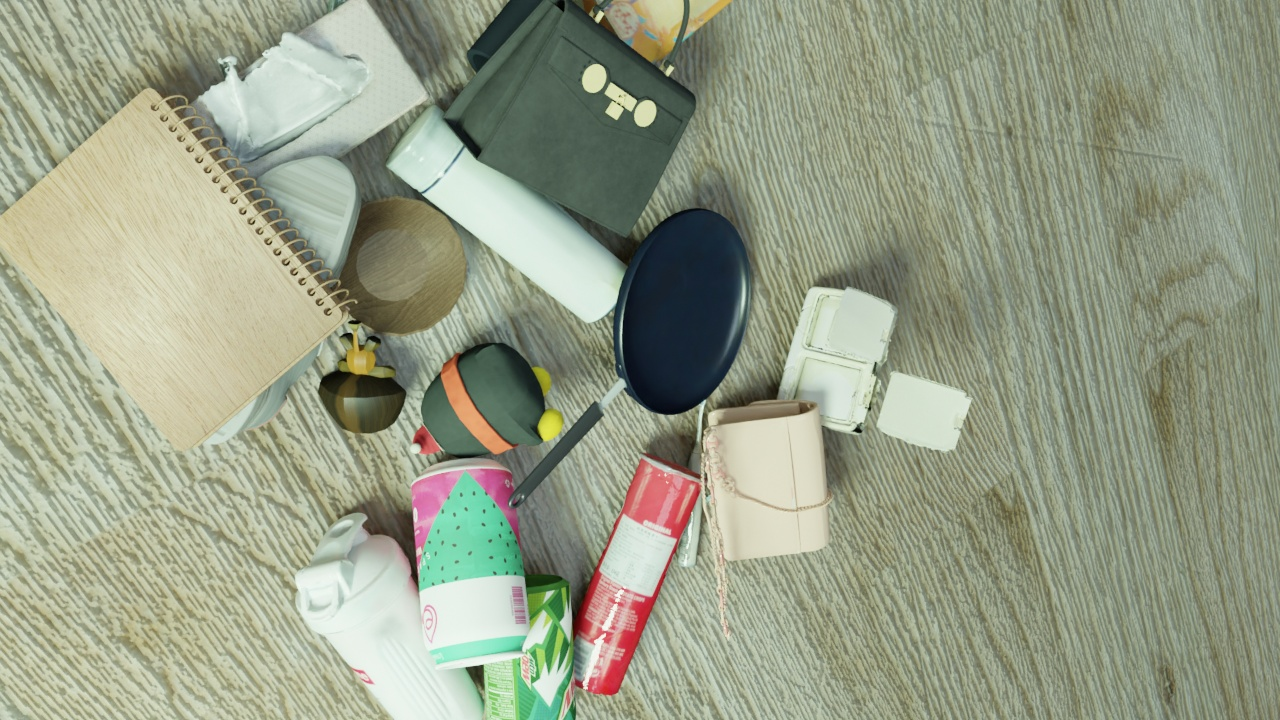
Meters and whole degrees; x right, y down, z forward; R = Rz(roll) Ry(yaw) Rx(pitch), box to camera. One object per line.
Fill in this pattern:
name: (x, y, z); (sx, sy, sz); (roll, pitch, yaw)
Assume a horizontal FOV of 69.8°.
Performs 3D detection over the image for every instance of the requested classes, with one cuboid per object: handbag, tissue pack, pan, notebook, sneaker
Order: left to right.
notebook: (-0.333, -0.067, 0.661); (0.169, 0.022, 0.210); (-39, 93, 4)
sneaker: (-0.282, -0.047, 0.719); (0.099, 0.089, 0.236); (29, 94, 0)
tissue pack: (-0.263, -0.196, 0.700); (0.181, 0.071, 0.104); (-34, 113, -3)
handbag: (-0.028, -0.225, 0.748); (0.175, 0.072, 0.196); (20, 114, -48)
pan: (-0.005, 0.005, 0.838); (0.355, 0.021, 0.199); (-48, 135, -29)
handbag: (0.129, 0.149, 0.884); (0.117, 0.187, 0.199); (-6, 108, 8)

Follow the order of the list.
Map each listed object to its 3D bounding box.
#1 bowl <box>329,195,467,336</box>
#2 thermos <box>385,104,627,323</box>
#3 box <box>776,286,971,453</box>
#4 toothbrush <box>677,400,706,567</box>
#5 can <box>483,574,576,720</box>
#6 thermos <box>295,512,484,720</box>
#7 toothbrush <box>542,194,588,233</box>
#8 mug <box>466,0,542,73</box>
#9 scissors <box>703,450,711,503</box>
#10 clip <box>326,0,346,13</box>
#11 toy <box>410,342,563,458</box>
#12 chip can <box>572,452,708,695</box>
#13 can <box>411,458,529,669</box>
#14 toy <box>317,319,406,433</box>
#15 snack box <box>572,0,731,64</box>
bowl: (-0.208, -0.080, 0.779); (0.117, 0.030, 0.118); (-5, 102, -25)
thermos: (-0.110, -0.123, 0.800); (0.230, 0.068, 0.068); (38, 82, -26)
box: (0.224, 0.002, 0.900); (0.101, 0.194, 0.143); (18, 86, -58)
toothbrush: (0.057, 0.124, 0.951); (0.024, 0.022, 0.186); (-3, 103, -42)
can: (-0.103, 0.277, 0.850); (0.083, 0.083, 0.144); (-2, 86, -26)
thermos: (-0.215, 0.246, 0.802); (0.099, 0.099, 0.220); (-33, 116, -17)
toothbrush: (-0.088, -0.149, 0.833); (0.187, 0.017, 0.012); (43, 83, -26)
mug: (-0.088, -0.257, 0.790); (0.077, 0.071, 0.105); (-54, 139, -9)
scissors: (0.144, 0.102, 0.996); (0.172, 0.014, 0.158); (20, 91, -24)
clip: (-0.236, -0.286, 0.733); (0.047, 0.023, 0.076); (9, 97, -29)
toy: (-0.142, 0.040, 0.803); (0.119, 0.097, 0.100); (-32, 130, 6)
chip can: (-0.010, 0.211, 0.907); (0.073, 0.073, 0.233); (22, 90, -28)
can: (-0.146, 0.172, 0.785); (0.088, 0.088, 0.165); (0, 69, -26)
toy: (-0.234, 0.012, 0.768); (0.076, 0.062, 0.100); (8, 114, 8)
snack box: (-0.016, -0.366, 0.792); (0.145, 0.081, 0.195); (-42, 115, -12)
